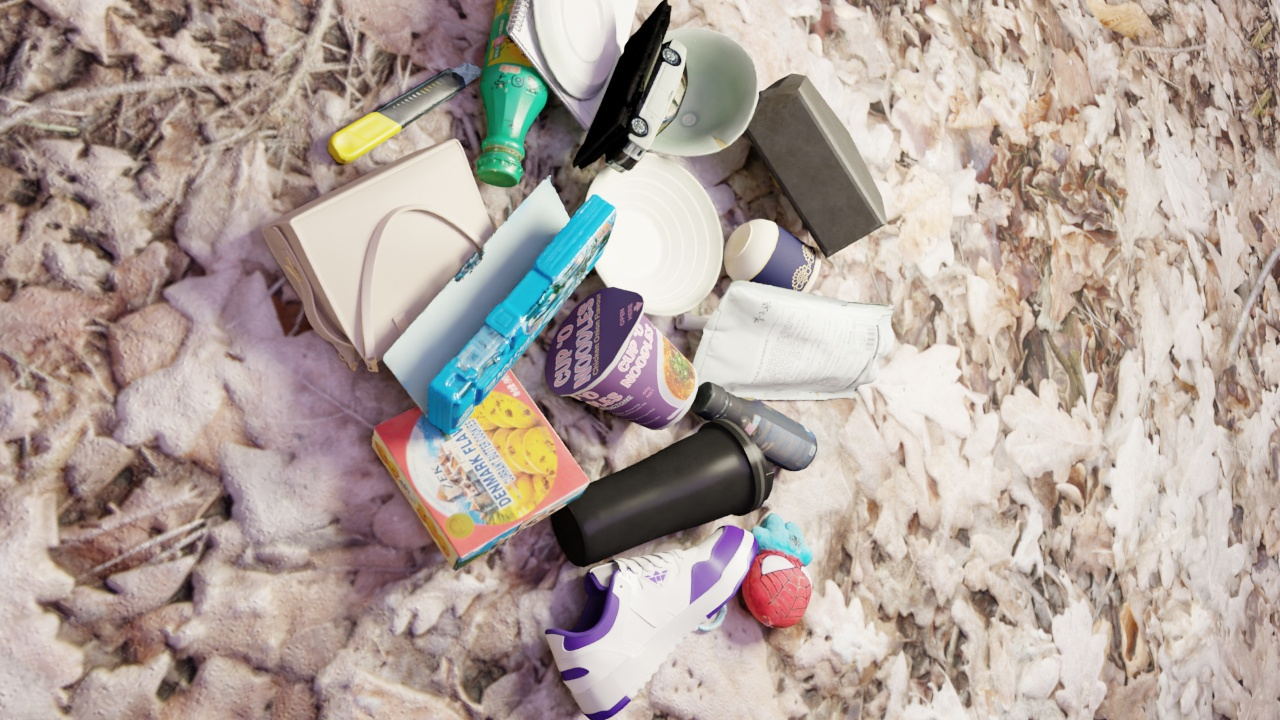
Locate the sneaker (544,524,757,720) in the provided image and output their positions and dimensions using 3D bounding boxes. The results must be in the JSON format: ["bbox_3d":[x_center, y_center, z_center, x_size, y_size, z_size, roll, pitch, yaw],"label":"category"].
[{"bbox_3d":[0.005,0.229,0.911,0.243,0.092,0.111,-40,92,-25],"label":"sneaker"}]

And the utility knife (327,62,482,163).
[{"bbox_3d":[-0.222,-0.244,0.886,0.187,0.020,0.029,-42,106,-29],"label":"utility knife"}]

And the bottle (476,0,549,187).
[{"bbox_3d":[-0.126,-0.277,0.924,0.068,0.068,0.209,16,74,-30],"label":"bottle"}]

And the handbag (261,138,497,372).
[{"bbox_3d":[-0.207,-0.072,0.833,0.194,0.101,0.198,-37,114,-32],"label":"handbag"}]

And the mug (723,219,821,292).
[{"bbox_3d":[0.146,-0.124,1.074,0.089,0.086,0.111,28,32,-23],"label":"mug"}]

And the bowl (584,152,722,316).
[{"bbox_3d":[0.002,-0.130,0.988,0.176,0.058,0.176,6,79,-32],"label":"bowl"}]

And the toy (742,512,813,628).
[{"bbox_3d":[0.156,0.236,1.027,0.092,0.062,0.132,35,53,-31],"label":"toy"}]

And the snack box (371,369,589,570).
[{"bbox_3d":[-0.145,0.093,0.835,0.144,0.040,0.142,-28,73,-33],"label":"snack box"}]

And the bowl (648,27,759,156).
[{"bbox_3d":[0.050,-0.285,1.033,0.174,0.068,0.174,-3,68,7],"label":"bowl"}]

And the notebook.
[{"bbox_3d":[-0.059,-0.380,0.961,0.178,0.013,0.245,43,53,-53],"label":"notebook"}]

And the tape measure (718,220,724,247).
[{"bbox_3d":[0.064,-0.146,1.053,0.062,0.020,0.060,-8,86,-34],"label":"tape measure"}]

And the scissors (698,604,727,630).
[{"bbox_3d":[0.039,0.255,0.975,0.130,0.022,0.070,2,85,-27],"label":"scissors"}]

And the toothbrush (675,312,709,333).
[{"bbox_3d":[0.123,-0.031,1.073,0.187,0.018,0.019,10,79,-31],"label":"toothbrush"}]

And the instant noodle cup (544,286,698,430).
[{"bbox_3d":[-0.006,0.005,0.927,0.122,0.137,0.121,35,38,-34],"label":"instant noodle cup"}]

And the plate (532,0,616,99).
[{"bbox_3d":[-0.061,-0.345,0.928,0.156,0.014,0.157,-5,96,-63],"label":"plate"}]

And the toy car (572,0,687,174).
[{"bbox_3d":[0.004,-0.271,0.950,0.071,0.094,0.191,31,56,-18],"label":"toy car"}]

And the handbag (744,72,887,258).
[{"bbox_3d":[0.203,-0.242,1.100,0.197,0.102,0.198,55,26,-10],"label":"handbag"}]

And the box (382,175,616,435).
[{"bbox_3d":[-0.125,-0.057,0.828,0.085,0.092,0.242,36,65,3],"label":"box"}]

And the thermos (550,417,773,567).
[{"bbox_3d":[0.021,0.137,0.935,0.218,0.106,0.106,-18,92,-29],"label":"thermos"}]

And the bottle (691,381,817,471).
[{"bbox_3d":[0.129,0.074,1.037,0.160,0.056,0.056,28,68,-26],"label":"bottle"}]

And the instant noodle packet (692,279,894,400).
[{"bbox_3d":[0.178,-0.017,1.069,0.268,0.057,0.147,4,116,-33],"label":"instant noodle packet"}]
